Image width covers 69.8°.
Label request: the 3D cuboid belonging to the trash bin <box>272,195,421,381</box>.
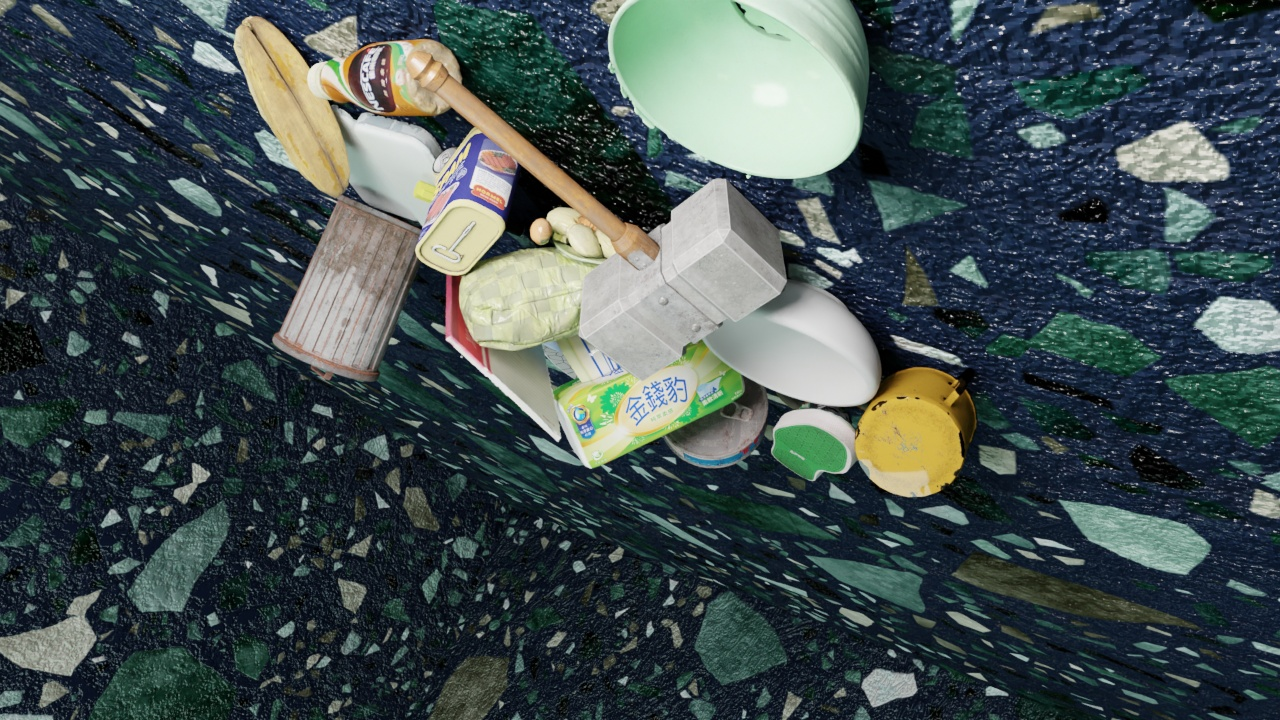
[{"bbox_3d":[-0.349,-0.080,1.114,0.131,0.211,0.131,24,-178,-1],"label":"trash bin"}]

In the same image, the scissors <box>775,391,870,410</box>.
[{"bbox_3d":[0.186,0.015,1.002,0.217,0.016,0.225,15,159,31],"label":"scissors"}]

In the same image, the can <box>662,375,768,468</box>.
[{"bbox_3d":[0.084,0.058,1.079,0.130,0.129,0.044,21,162,15],"label":"can"}]

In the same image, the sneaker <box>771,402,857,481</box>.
[{"bbox_3d":[0.193,0.071,0.974,0.084,0.079,0.235,34,171,8],"label":"sneaker"}]

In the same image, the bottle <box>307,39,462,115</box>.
[{"bbox_3d":[-0.225,-0.240,0.782,0.167,0.059,0.059,13,158,38],"label":"bottle"}]

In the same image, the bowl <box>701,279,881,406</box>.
[{"bbox_3d":[0.145,-0.027,0.855,0.176,0.066,0.177,24,163,8],"label":"bowl"}]

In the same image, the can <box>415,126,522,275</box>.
[{"bbox_3d":[-0.157,-0.144,0.842,0.056,0.092,0.117,26,144,-24],"label":"can"}]

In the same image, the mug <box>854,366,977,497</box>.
[{"bbox_3d":[0.260,0.058,0.844,0.100,0.124,0.093,41,-153,9],"label":"mug"}]

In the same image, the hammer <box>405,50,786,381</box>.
[{"bbox_3d":[-0.048,-0.125,0.704,0.163,0.082,0.317,-33,126,30],"label":"hammer"}]

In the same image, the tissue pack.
[{"bbox_3d":[-0.006,0.006,0.984,0.141,0.197,0.120,67,165,-12],"label":"tissue pack"}]

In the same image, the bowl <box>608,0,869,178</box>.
[{"bbox_3d":[0.064,-0.177,0.519,0.151,0.076,0.151,24,162,8],"label":"bowl"}]

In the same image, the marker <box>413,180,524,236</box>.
[{"bbox_3d":[-0.178,-0.158,0.966,0.123,0.017,0.021,19,-163,-32],"label":"marker"}]

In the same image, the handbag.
[{"bbox_3d":[-0.079,-0.083,0.860,0.113,0.186,0.117,-124,27,-54],"label":"handbag"}]

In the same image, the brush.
[{"bbox_3d":[-0.335,-0.242,0.891,0.043,0.059,0.196,33,153,33],"label":"brush"}]

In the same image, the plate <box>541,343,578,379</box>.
[{"bbox_3d":[-0.042,0.012,1.209,0.188,0.016,0.189,23,162,7],"label":"plate"}]

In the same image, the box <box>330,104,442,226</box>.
[{"bbox_3d":[-0.271,-0.204,1.003,0.189,0.037,0.209,17,160,16],"label":"box"}]

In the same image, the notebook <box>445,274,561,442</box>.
[{"bbox_3d":[-0.142,-0.020,0.929,0.153,0.012,0.208,47,-170,-28],"label":"notebook"}]

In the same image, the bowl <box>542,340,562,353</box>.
[{"bbox_3d":[-0.089,-0.068,1.056,0.150,0.074,0.151,23,163,7],"label":"bowl"}]

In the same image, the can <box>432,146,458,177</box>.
[{"bbox_3d":[-0.170,-0.176,0.922,0.038,0.038,0.079,12,157,40],"label":"can"}]
